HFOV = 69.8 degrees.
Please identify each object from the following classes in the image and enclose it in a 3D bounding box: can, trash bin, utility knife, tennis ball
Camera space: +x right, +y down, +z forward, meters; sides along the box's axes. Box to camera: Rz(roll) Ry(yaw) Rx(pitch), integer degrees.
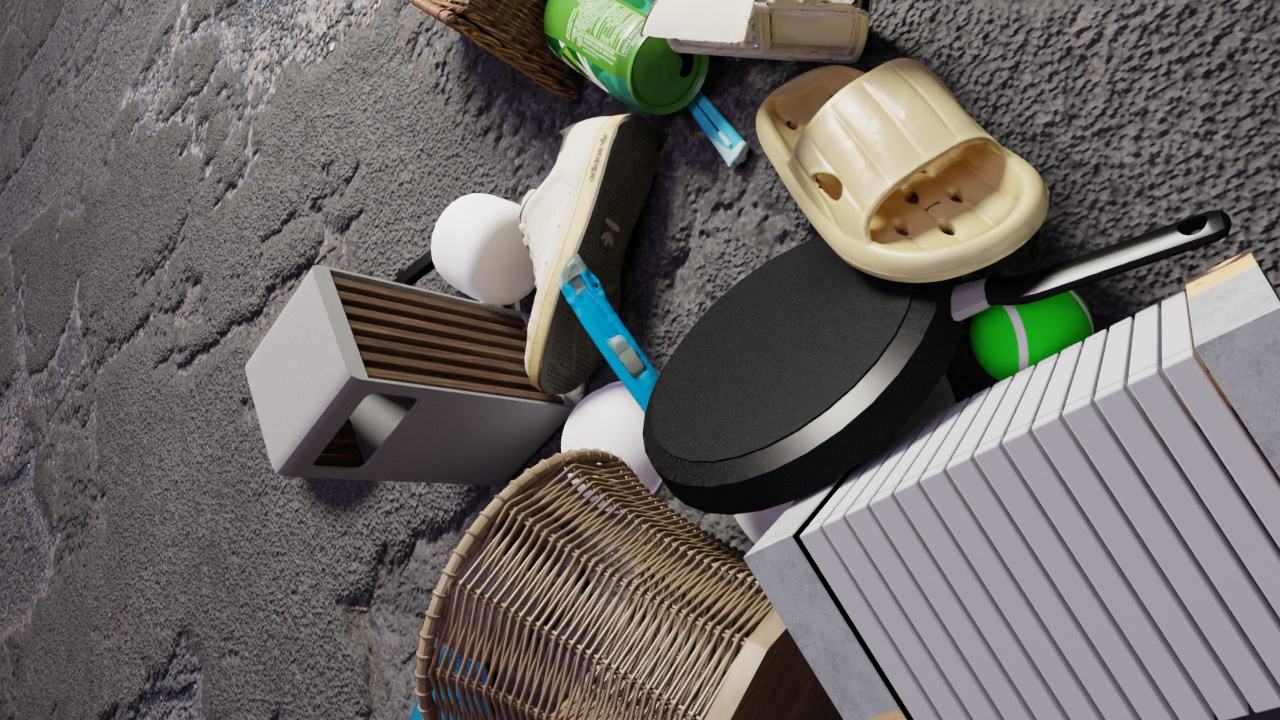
[{"bbox_3d":[-0.013,-0.263,0.757,0.144,0.083,0.083,46,113,42],"label":"can"},{"bbox_3d":[0.207,0.083,0.441,0.248,0.142,0.142,-34,86,32],"label":"trash bin"},{"bbox_3d":[-0.004,0.004,0.705,0.031,0.015,0.196,-36,88,1],"label":"utility knife"},{"bbox_3d":[-0.186,0.022,0.770,0.115,0.228,0.114,-46,56,26],"label":"trash bin"},{"bbox_3d":[0.224,-0.016,0.526,0.065,0.065,0.065,-9,77,40],"label":"tennis ball"},{"bbox_3d":[0.053,-0.197,0.742,0.022,0.015,0.117,-45,53,19],"label":"utility knife"}]

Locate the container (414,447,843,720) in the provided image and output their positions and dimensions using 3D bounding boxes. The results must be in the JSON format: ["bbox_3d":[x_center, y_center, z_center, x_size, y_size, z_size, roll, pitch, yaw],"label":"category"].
[{"bbox_3d":[0.009,0.193,0.586,0.196,0.226,0.227,19,95,35],"label":"container"}]

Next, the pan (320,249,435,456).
[{"bbox_3d":[-0.300,-0.017,0.986,0.357,0.067,0.208,-33,62,32],"label":"pan"}]

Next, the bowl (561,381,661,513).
[{"bbox_3d":[-0.031,0.069,0.751,0.110,0.040,0.110,-9,77,40],"label":"bowl"}]

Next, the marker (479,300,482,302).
[{"bbox_3d":[-0.163,-0.028,0.905,0.011,0.011,0.152,22,97,41],"label":"marker"}]

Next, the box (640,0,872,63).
[{"bbox_3d":[0.077,-0.227,0.597,0.145,0.185,0.066,7,109,12],"label":"box"}]

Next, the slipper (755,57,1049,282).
[{"bbox_3d":[0.135,-0.139,0.565,0.111,0.079,0.261,-34,37,5],"label":"slipper"}]

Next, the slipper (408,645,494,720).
[{"bbox_3d":[-0.214,0.398,0.845,0.118,0.060,0.295,27,101,44],"label":"slipper"}]

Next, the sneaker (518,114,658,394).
[{"bbox_3d":[-0.067,-0.095,0.778,0.102,0.088,0.241,17,89,33],"label":"sneaker"}]

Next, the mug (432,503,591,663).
[{"bbox_3d":[-0.103,0.197,0.772,0.123,0.096,0.110,37,116,6],"label":"mug"}]

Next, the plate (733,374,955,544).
[{"bbox_3d":[0.124,0.055,0.634,0.189,0.016,0.188,-9,77,40],"label":"plate"}]

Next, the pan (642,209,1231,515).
[{"bbox_3d":[0.141,-0.022,0.538,0.357,0.034,0.224,-22,32,39],"label":"pan"}]

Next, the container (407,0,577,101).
[{"bbox_3d":[-0.134,-0.393,0.849,0.250,0.162,0.183,44,107,36],"label":"container"}]

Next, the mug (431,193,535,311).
[{"bbox_3d":[-0.134,-0.092,0.844,0.068,0.094,0.116,27,137,39],"label":"mug"}]
